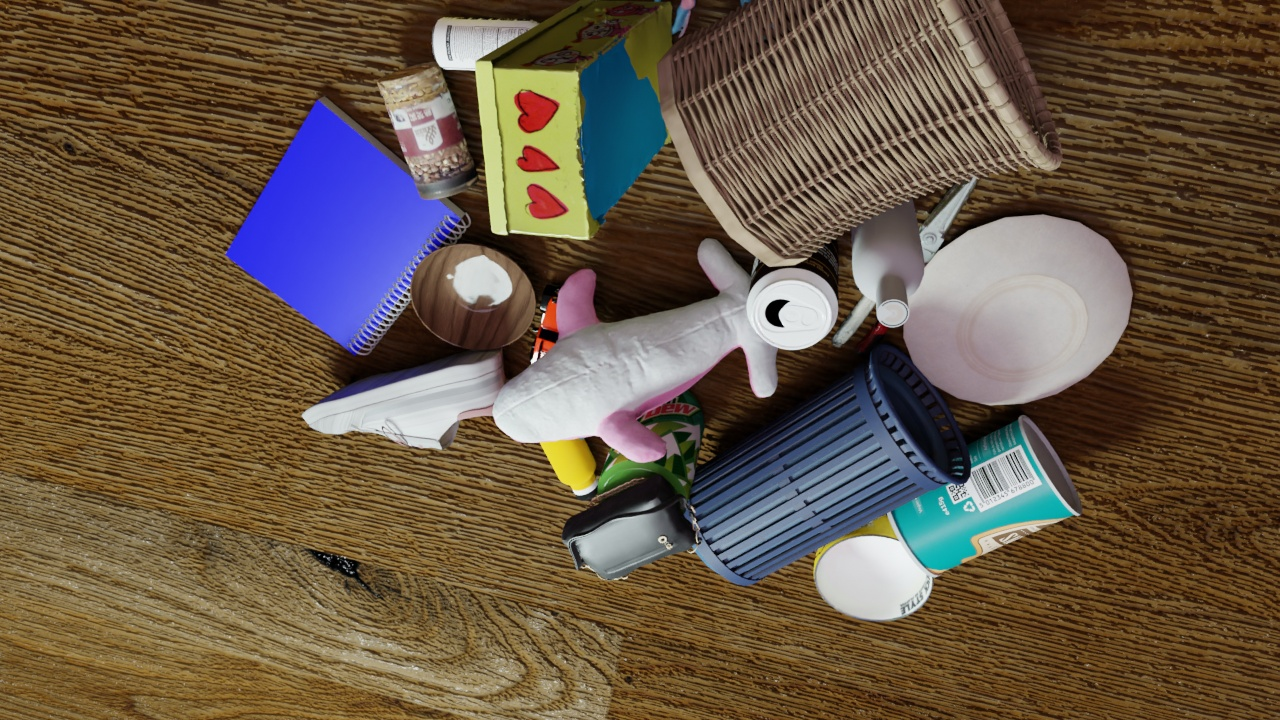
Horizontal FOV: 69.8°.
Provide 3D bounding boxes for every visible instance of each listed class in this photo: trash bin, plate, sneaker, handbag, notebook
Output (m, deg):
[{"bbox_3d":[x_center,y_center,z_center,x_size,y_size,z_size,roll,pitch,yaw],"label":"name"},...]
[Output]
[{"bbox_3d":[0.161,0.108,0.862,0.250,0.139,0.139,-36,108,30],"label":"trash bin"},{"bbox_3d":[0.327,-0.033,0.793,0.189,0.027,0.189,3,123,5],"label":"plate"},{"bbox_3d":[-0.235,0.056,0.942,0.236,0.099,0.089,-14,103,18],"label":"sneaker"},{"bbox_3d":[-0.008,0.154,0.804,0.129,0.054,0.079,-28,115,23],"label":"handbag"},{"bbox_3d":[-0.287,-0.119,0.891,0.171,0.022,0.210,40,121,-11],"label":"notebook"}]

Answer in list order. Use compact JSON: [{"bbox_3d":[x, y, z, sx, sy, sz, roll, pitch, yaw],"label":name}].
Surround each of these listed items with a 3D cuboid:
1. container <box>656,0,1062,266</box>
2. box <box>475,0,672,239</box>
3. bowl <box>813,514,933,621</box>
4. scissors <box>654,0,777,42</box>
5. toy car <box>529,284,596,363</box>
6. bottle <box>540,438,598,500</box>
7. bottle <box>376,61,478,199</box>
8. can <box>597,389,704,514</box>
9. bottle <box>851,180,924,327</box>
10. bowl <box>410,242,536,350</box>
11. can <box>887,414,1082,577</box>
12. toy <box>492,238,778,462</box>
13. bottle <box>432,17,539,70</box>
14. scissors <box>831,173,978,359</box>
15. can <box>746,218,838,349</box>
[{"bbox_3d":[0.147,-0.191,0.641,0.197,0.226,0.227,-26,112,33],"label":"container"},{"bbox_3d":[-0.040,-0.185,0.674,0.079,0.220,0.125,8,125,16],"label":"box"},{"bbox_3d":[0.238,0.202,0.942,0.117,0.067,0.117,6,122,9],"label":"bowl"},{"bbox_3d":[0.072,-0.300,0.704,0.118,0.015,0.139,29,129,-6],"label":"scissors"},{"bbox_3d":[-0.078,-0.022,0.886,0.051,0.048,0.100,17,123,2],"label":"toy car"},{"bbox_3d":[-0.082,0.083,0.955,0.043,0.043,0.144,-14,117,20],"label":"bottle"},{"bbox_3d":[-0.183,-0.199,0.797,0.056,0.056,0.105,-7,119,16],"label":"bottle"},{"bbox_3d":[0.014,0.088,0.877,0.083,0.143,0.083,6,121,9],"label":"can"},{"bbox_3d":[0.189,-0.082,0.703,0.052,0.194,0.052,6,122,9],"label":"bottle"},{"bbox_3d":[-0.158,-0.067,0.881,0.119,0.032,0.119,2,127,2],"label":"bowl"},{"bbox_3d":[0.318,0.128,0.860,0.144,0.099,0.099,-34,109,28],"label":"can"},{"bbox_3d":[-0.005,0.005,0.840,0.266,0.128,0.186,-23,77,4],"label":"toy"},{"bbox_3d":[-0.110,-0.259,0.753,0.116,0.041,0.041,5,122,10],"label":"bottle"},{"bbox_3d":[0.238,-0.078,0.802,0.189,0.015,0.140,-26,111,25],"label":"scissors"},{"bbox_3d":[0.129,-0.067,0.765,0.072,0.128,0.072,6,122,9],"label":"can"}]
